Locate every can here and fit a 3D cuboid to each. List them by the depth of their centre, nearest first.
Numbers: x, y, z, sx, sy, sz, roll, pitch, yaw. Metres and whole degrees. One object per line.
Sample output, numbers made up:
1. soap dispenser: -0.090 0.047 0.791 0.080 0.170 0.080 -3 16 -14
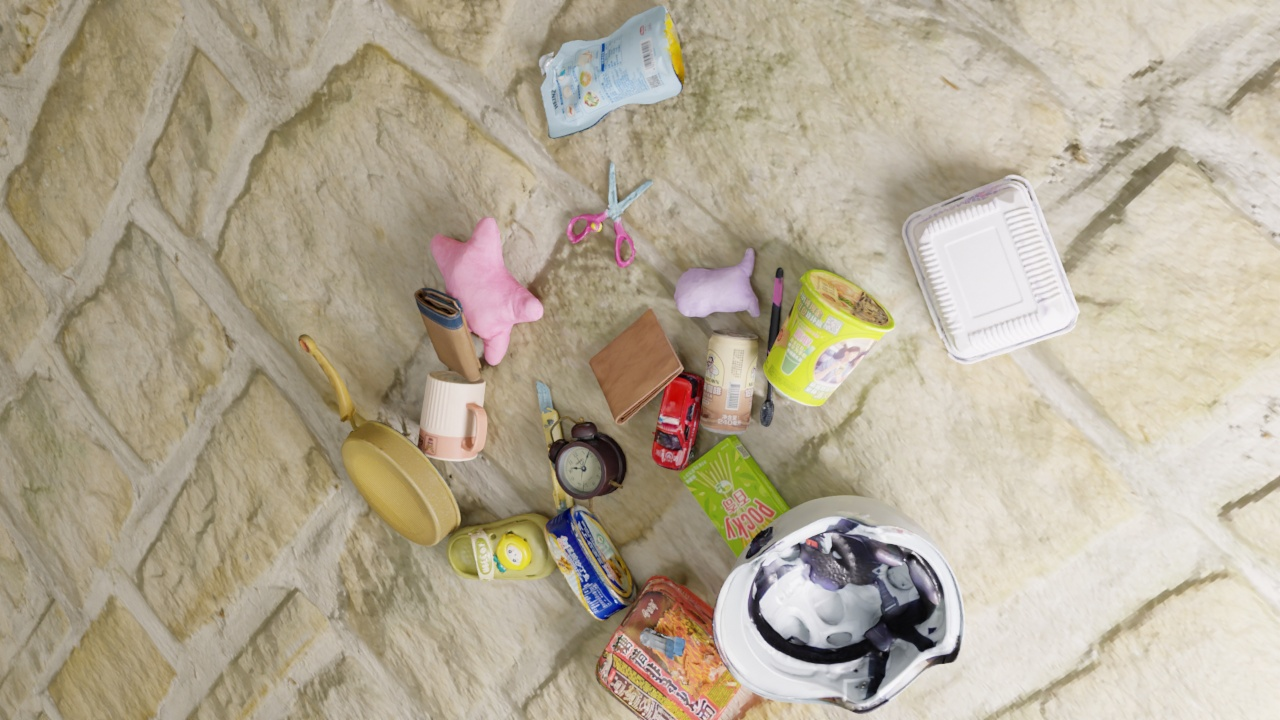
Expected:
1. can: 0.104 0.025 1.079 0.059 0.058 0.116 10 101 24
2. can: -0.065 0.260 1.185 0.049 0.074 0.148 -35 82 22

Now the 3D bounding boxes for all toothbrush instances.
1. toothbrush: 0.154 -0.014 1.074 0.014 0.017 0.189 8 99 27

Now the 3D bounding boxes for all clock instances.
1. clock: -0.072 0.127 1.180 0.082 0.055 0.122 -39 78 25

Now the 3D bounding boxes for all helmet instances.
1. helmet: 0.210 0.247 1.003 0.259 0.145 0.229 -35 100 22

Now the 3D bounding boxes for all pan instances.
1. pan: -0.379 0.107 1.282 0.357 0.078 0.198 44 144 4

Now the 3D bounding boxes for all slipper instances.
1. slipper: -0.199 0.266 1.247 0.191 0.081 0.091 -12 94 29

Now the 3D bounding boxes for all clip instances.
1. clip: 0.023 0.337 1.099 0.058 0.045 0.027 14 100 35

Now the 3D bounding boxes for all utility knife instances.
1. utility knife: -0.114 0.119 1.225 0.031 0.020 0.188 -9 89 21

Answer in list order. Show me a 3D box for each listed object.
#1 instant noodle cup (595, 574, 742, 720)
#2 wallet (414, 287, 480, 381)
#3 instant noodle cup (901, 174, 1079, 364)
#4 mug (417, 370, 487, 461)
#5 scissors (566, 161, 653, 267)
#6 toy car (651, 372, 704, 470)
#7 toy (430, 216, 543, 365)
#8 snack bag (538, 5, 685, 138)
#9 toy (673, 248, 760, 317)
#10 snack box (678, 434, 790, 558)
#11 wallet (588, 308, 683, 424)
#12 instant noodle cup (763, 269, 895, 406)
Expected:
1. instant noodle cup: 0.049 0.367 1.141 0.164 0.079 0.189 36 111 17
2. wallet: -0.251 -0.034 1.206 0.090 0.033 0.115 27 142 37
3. instant noodle cup: 0.355 -0.091 0.943 0.138 0.060 0.173 -21 86 27
4. mug: -0.246 0.077 1.235 0.115 0.081 0.106 19 104 45
5. scissors: -0.032 -0.176 1.143 0.134 0.017 0.131 -35 79 22
6. toy car: 0.044 0.073 1.115 0.053 0.045 0.120 10 91 29
7. toy: -0.218 -0.092 1.213 0.179 0.074 0.194 -40 77 37
8. snack bag: -0.041 -0.346 1.111 0.191 0.038 0.110 -12 97 28
9. toy: 0.088 -0.086 1.084 0.108 0.039 0.083 -7 76 30
10. snack box: 0.125 0.176 1.108 0.086 0.026 0.156 -40 80 25
11. wallet: -0.007 0.007 1.132 0.115 0.020 0.101 -40 54 22
12. instant noodle cup: 0.197 -0.019 1.007 0.112 0.111 0.124 38 118 17
